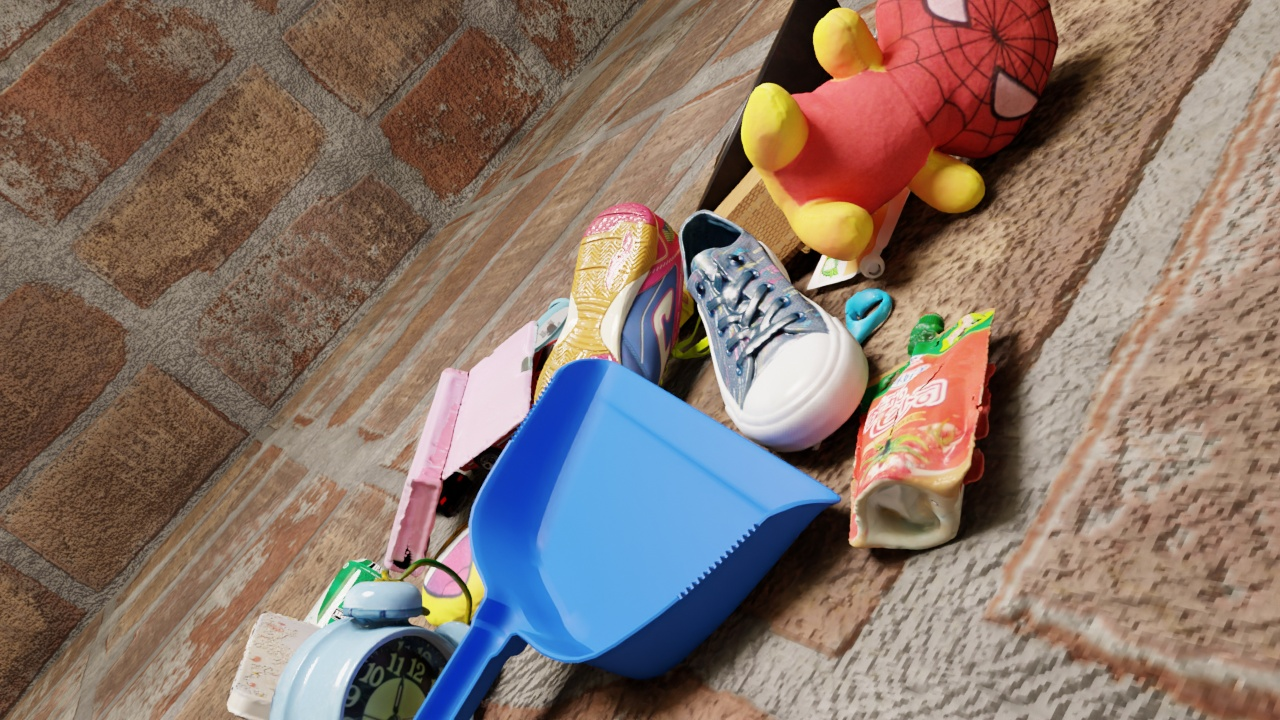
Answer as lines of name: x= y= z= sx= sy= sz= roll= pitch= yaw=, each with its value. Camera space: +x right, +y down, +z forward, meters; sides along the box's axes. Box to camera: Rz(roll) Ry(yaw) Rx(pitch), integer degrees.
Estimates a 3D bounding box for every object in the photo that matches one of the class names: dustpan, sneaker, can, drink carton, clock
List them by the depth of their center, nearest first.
dustpan: x=-0.046 y=0.131 z=0.525 sx=0.257 sy=0.059 sz=0.246 roll=-59 pitch=34 yaw=-1
clock: x=-0.152 y=0.199 z=0.561 sx=0.060 sy=0.118 sz=0.161 roll=-15 pitch=44 yaw=36
sneaker: x=0.064 y=-0.028 z=0.572 sx=0.087 sy=0.079 sz=0.235 roll=-41 pitch=25 yaw=13
drink carton: x=0.160 y=-0.102 z=0.642 sx=0.069 sy=0.039 sz=0.122 roll=-12 pitch=45 yaw=57
sneaker: x=-0.005 y=0.004 z=0.690 sx=0.116 sy=0.091 sz=0.241 roll=0 pitch=70 yaw=34
can: x=-0.264 y=0.228 z=0.815 sx=0.053 sy=0.053 sz=0.100 roll=-20 pitch=32 yaw=50
clock: x=-0.100 y=-0.032 z=1.001 sx=0.087 sy=0.042 sz=0.123 roll=-48 pitch=22 yaw=-6

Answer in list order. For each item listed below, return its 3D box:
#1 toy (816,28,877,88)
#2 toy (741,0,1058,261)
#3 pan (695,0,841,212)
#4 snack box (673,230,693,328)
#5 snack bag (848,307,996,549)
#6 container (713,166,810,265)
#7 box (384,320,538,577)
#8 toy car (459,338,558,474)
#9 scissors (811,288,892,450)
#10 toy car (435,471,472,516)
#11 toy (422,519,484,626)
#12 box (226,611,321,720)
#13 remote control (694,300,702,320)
toy: x=0.182 y=-0.222 z=0.763 sx=0.133 sy=0.076 sz=0.175 roll=-52 pitch=16 yaw=32
toy: x=0.168 y=-0.165 z=0.581 sx=0.216 sy=0.147 sz=0.099 roll=-36 pitch=19 yaw=-7
pan: x=0.108 y=-0.213 z=0.845 sx=0.356 sy=0.043 sz=0.249 roll=-108 pitch=42 yaw=-87
snack box: x=0.015 y=-0.058 z=0.831 sx=0.075 sy=0.025 sz=0.152 roll=-48 pitch=18 yaw=24
snack bag: x=0.138 y=0.023 z=0.448 sx=0.087 sy=0.044 sz=0.154 roll=-42 pitch=12 yaw=40
container: x=0.094 y=-0.104 z=0.694 sx=0.114 sy=0.061 sz=0.063 roll=-45 pitch=15 yaw=46
box: x=-0.156 y=0.056 z=0.785 sx=0.180 sy=0.059 sz=0.232 roll=-54 pitch=15 yaw=13
toy car: x=-0.101 y=0.037 z=0.860 sx=0.190 sy=0.056 sz=0.081 roll=-38 pitch=20 yaw=27
scissors: x=0.109 y=0.011 z=0.556 sx=0.110 sy=0.015 sz=0.132 roll=-23 pitch=34 yaw=40
toy car: x=-0.199 y=0.126 z=0.904 sx=0.042 sy=0.036 sz=0.092 roll=-55 pitch=22 yaw=-22
toy: x=-0.129 y=0.160 z=0.697 sx=0.095 sy=0.041 sz=0.094 roll=-49 pitch=25 yaw=3
box: x=-0.245 y=0.259 z=0.652 sx=0.216 sy=0.094 sz=0.107 roll=176 pitch=106 yaw=-73
remote control: x=0.063 y=-0.073 z=0.801 sx=0.039 sy=0.010 sz=0.124 roll=-36 pitch=22 yaw=25
